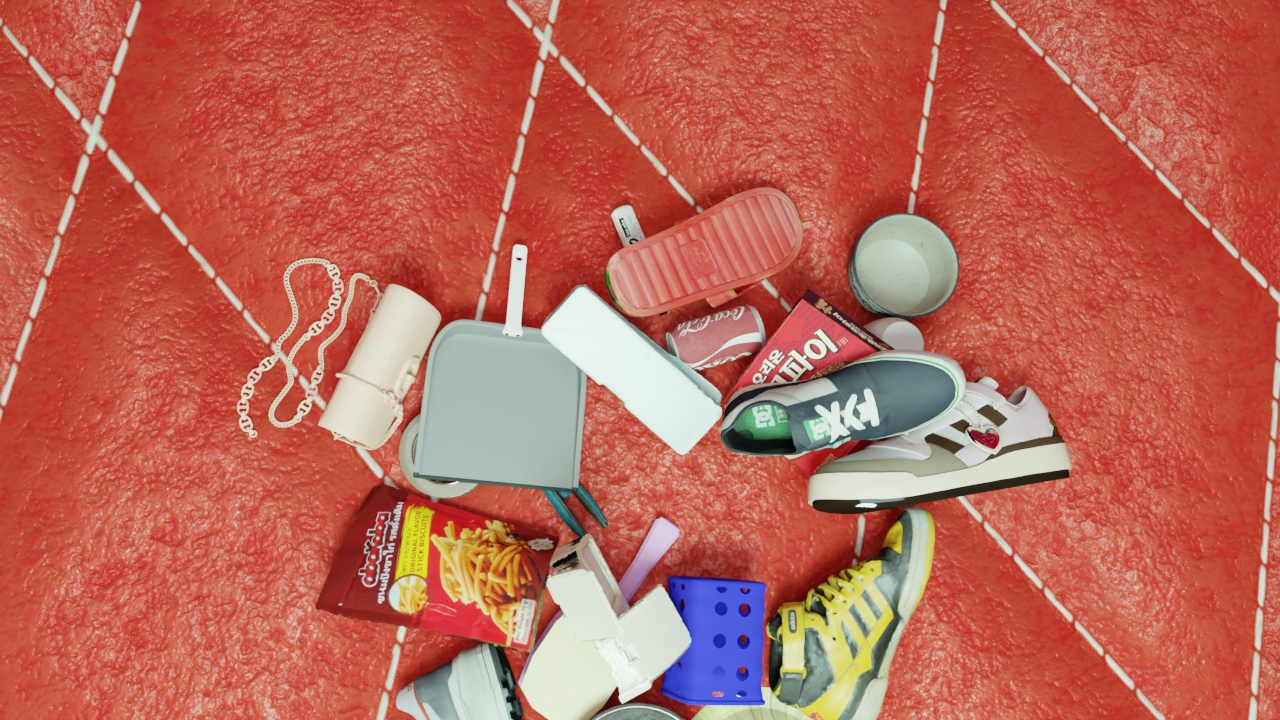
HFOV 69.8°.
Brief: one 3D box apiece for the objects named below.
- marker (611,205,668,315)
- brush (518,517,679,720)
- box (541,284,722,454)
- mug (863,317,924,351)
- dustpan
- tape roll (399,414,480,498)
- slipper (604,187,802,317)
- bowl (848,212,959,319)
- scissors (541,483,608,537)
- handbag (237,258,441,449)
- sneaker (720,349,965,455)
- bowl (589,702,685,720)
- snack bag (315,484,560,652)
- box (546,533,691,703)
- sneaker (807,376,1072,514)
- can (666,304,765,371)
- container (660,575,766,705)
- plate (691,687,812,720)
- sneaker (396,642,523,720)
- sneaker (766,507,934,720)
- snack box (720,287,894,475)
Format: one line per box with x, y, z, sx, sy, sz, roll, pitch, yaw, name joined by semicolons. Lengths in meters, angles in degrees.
0.002;-0.108;0.997;0.025;0.025;0.126;-21;82;-8;marker
-0.032;0.257;0.921;0.089;0.043;0.228;35;79;2;brush
-0.007;0.008;0.927;0.199;0.086;0.072;40;39;-10;box
0.266;0.007;0.964;0.071;0.089;0.107;-17;82;-7;mug
-0.136;0.000;0.949;0.163;0.033;0.257;7;67;-13;dustpan
-0.198;0.094;0.943;0.093;0.030;0.093;1;80;-4;tape roll
0.068;-0.108;0.986;0.248;0.059;0.103;-26;86;-22;slipper
0.279;-0.096;0.999;0.115;0.059;0.115;1;80;-4;bowl
-0.084;0.122;0.954;0.135;0.019;0.130;7;71;-11;scissors
-0.314;-0.004;0.908;0.187;0.117;0.198;24;79;0;handbag
0.188;0.051;0.875;0.236;0.078;0.084;-13;107;24;sneaker
-0.007;0.398;0.884;0.145;0.067;0.145;1;82;-5;bowl
-0.193;0.207;0.905;0.208;0.067;0.138;13;58;0;snack bag
-0.018;0.225;0.806;0.081;0.181;0.143;-29;89;3;box
0.299;0.082;0.928;0.293;0.112;0.116;-7;78;-15;sneaker
0.080;-0.023;0.974;0.096;0.054;0.054;-16;82;-7;can
0.071;0.272;0.900;0.084;0.085;0.113;8;78;-20;container
0.122;0.423;0.906;0.184;0.036;0.184;1;80;-4;plate
-0.168;0.397;0.871;0.124;0.089;0.239;-12;72;-2;sneaker
0.201;0.245;0.917;0.122;0.086;0.238;21;83;-5;sneaker
0.178;0.027;0.936;0.132;0.035;0.152;36;119;2;snack box
